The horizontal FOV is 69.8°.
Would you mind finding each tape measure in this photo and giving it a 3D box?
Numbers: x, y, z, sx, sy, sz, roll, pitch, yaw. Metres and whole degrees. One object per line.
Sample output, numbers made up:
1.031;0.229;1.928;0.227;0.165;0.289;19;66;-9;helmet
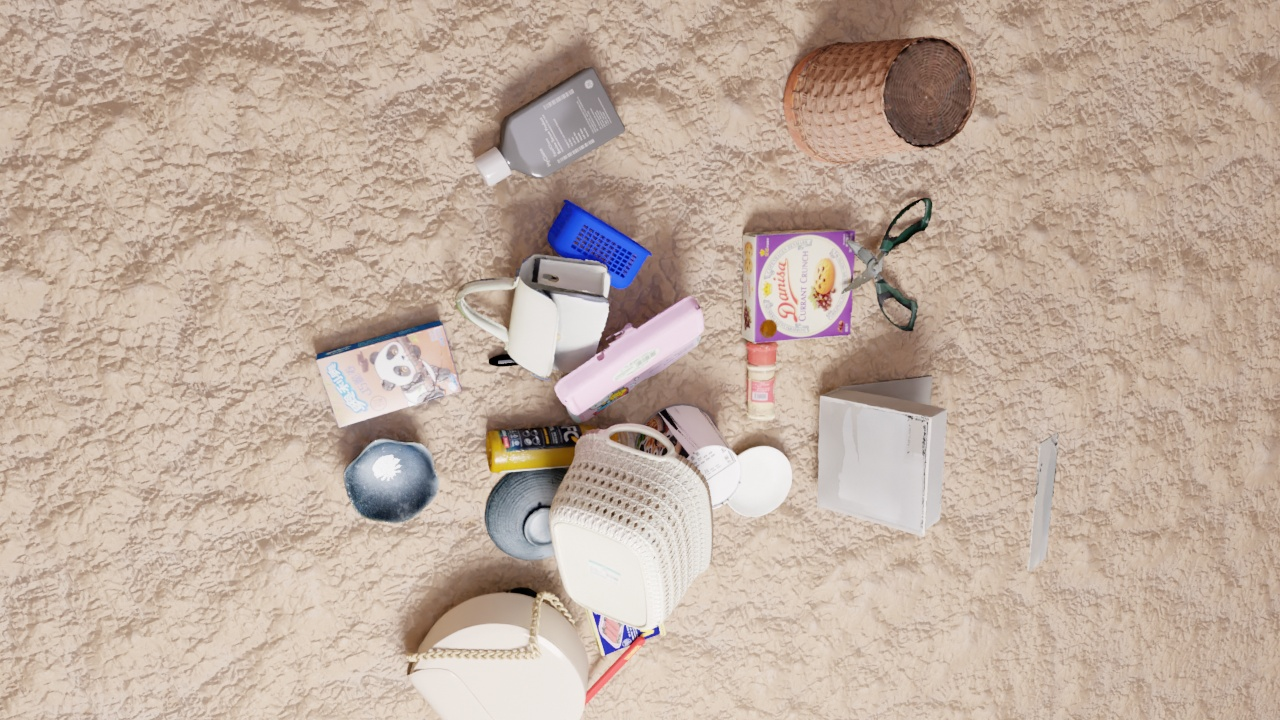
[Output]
-0.159;0.330;1.217;0.061;0.034;0.061;3;109;-5;tape measure

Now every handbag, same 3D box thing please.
-0.175;0.406;1.174;0.209;0.103;0.211;-26;111;14;handbag
-0.131;-0.051;1.076;0.176;0.073;0.152;10;140;-9;handbag

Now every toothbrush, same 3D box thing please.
-0.060;0.454;1.258;0.012;0.018;0.213;27;111;-35;toothbrush

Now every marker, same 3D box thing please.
-0.121;-0.004;1.152;0.138;0.022;0.016;-5;100;-15;marker

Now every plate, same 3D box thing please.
0.159;0.165;1.282;0.104;0.026;0.104;-5;106;-17;plate

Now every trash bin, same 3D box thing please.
0.284;-0.310;1.103;0.151;0.210;0.151;-4;105;-16;trash bin

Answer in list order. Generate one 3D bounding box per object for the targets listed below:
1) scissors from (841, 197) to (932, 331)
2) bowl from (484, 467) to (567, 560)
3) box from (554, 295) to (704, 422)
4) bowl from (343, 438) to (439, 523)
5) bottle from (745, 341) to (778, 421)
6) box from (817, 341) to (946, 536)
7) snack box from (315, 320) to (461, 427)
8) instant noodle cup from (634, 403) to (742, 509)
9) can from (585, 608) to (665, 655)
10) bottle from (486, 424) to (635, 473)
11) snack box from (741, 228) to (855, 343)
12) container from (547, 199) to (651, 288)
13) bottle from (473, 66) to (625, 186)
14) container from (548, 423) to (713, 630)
0.351;-0.142;1.255;0.201;0.015;0.202;34;83;-38;scissors
-0.129;0.206;1.184;0.137;0.057;0.137;-4;105;-17;bowl
-0.007;0.006;1.134;0.201;0.038;0.152;-34;155;-6;box
-0.302;0.139;1.113;0.110;0.055;0.110;-4;104;-17;bowl
0.163;0.027;1.240;0.044;0.044;0.109;-6;105;-16;bottle
0.371;0.099;1.376;0.174;0.421;0.167;4;105;18;box
-0.298;0.015;1.094;0.151;0.034;0.087;-17;108;-13;snack box
0.069;0.132;1.193;0.123;0.122;0.124;-4;105;-17;instant noodle cup
-0.026;0.335;1.250;0.092;0.056;0.116;-18;108;-11;can
-0.100;0.110;1.171;0.186;0.053;0.053;-3;104;-17;bottle
0.210;-0.101;1.222;0.148;0.040;0.143;-5;105;-17;snack box
-0.054;-0.137;1.102;0.114;0.096;0.058;29;98;-22;container
-0.113;-0.263;1.076;0.173;0.046;0.084;-33;111;-7;bottle
-0.014;0.210;1.118;0.142;0.185;0.247;-56;151;-39;container
